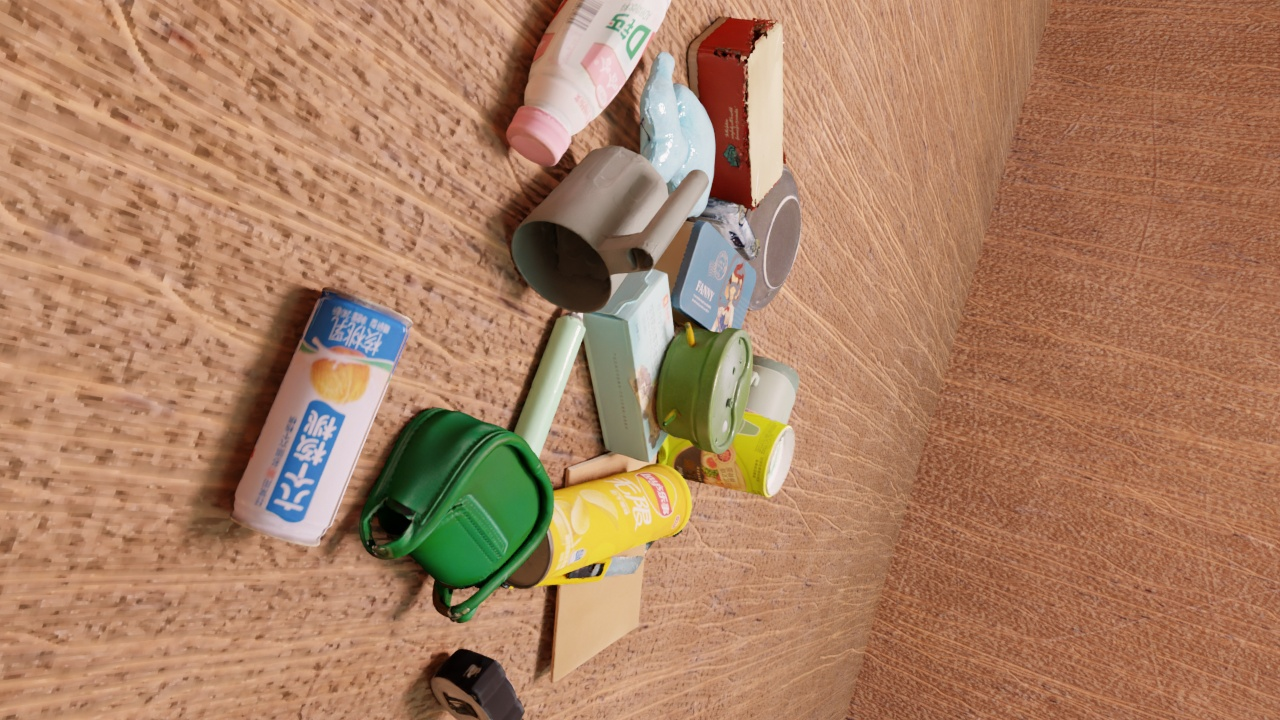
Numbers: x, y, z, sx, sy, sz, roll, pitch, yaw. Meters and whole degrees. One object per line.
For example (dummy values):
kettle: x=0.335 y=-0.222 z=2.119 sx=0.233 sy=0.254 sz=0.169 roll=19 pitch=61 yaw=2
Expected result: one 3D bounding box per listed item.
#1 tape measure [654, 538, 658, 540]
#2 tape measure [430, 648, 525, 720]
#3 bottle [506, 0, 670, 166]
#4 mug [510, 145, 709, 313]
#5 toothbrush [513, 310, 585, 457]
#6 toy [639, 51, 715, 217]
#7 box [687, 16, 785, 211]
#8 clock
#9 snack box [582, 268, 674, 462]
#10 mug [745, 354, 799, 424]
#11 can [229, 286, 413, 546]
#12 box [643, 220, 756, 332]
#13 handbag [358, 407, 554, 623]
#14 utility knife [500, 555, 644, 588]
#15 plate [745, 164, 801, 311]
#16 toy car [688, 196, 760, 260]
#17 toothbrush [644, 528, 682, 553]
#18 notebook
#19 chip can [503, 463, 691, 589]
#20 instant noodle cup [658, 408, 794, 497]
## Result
tape measure: x=0.018 y=0.165 z=0.988 sx=0.057 sy=0.029 sz=0.060 roll=31 pitch=77 yaw=-64
tape measure: x=-0.128 y=0.256 z=0.708 sx=0.033 sy=0.066 sz=0.066 roll=-45 pitch=125 yaw=-41
bottle: x=-0.030 y=-0.225 z=0.641 sx=0.196 sy=0.068 sz=0.068 roll=-63 pitch=152 yaw=-16
mug: x=-0.018 y=-0.099 z=0.668 sx=0.103 sy=0.124 sz=0.084 roll=-57 pitch=131 yaw=-37
toothbrush: x=-0.066 y=-0.001 z=0.735 sx=0.027 sy=0.026 sz=0.224 roll=134 pitch=-24 yaw=-81
toy: x=0.033 y=-0.191 z=0.797 sx=0.155 sy=0.050 sz=0.161 roll=-54 pitch=144 yaw=-53
box: x=0.103 y=-0.235 z=0.883 sx=0.091 sy=0.077 sz=0.168 roll=-52 pitch=146 yaw=-38
clock: x=0.065 y=0.027 z=0.861 sx=0.161 sy=0.056 sz=0.116 roll=27 pitch=77 yaw=-67
snack box: x=-0.005 y=0.005 z=0.828 sx=0.074 sy=0.052 sz=0.175 roll=-53 pitch=147 yaw=-40
mug: x=0.135 y=0.049 z=1.097 sx=0.111 sy=0.082 sz=0.106 roll=30 pitch=78 yaw=-61
can: x=-0.175 y=0.031 z=0.505 sx=0.053 sy=0.053 sz=0.134 roll=37 pitch=71 yaw=-62
box: x=0.052 y=-0.077 z=0.889 sx=0.184 sy=0.061 sz=0.089 roll=24 pitch=82 yaw=-65
handbag: x=-0.123 y=0.106 z=0.633 sx=0.120 sy=0.068 sz=0.131 roll=-60 pitch=150 yaw=-25
utility knife: x=-0.056 y=0.188 z=0.835 sx=0.214 sy=0.015 sz=0.033 roll=15 pitch=92 yaw=-55
plate: x=0.164 y=-0.145 z=1.113 sx=0.178 sy=0.024 sz=0.180 roll=-41 pitch=139 yaw=-49
toy car: x=0.084 y=-0.129 z=0.929 sx=0.120 sy=0.054 sz=0.036 roll=39 pitch=66 yaw=-63
toothbrush: x=-0.002 y=0.209 z=0.986 sx=0.185 sy=0.017 sz=0.012 roll=-20 pitch=124 yaw=-59
notebook: x=-0.034 y=0.189 z=0.897 sx=0.149 sy=0.012 sz=0.211 roll=-13 pitch=112 yaw=-57
chip can: x=-0.038 y=0.137 z=0.794 sx=0.213 sy=0.072 sz=0.072 roll=-3 pitch=106 yaw=-57
instant noodle cup: x=0.098 y=0.093 z=0.999 sx=0.111 sy=0.123 sz=0.112 roll=-39 pitch=137 yaw=-49
